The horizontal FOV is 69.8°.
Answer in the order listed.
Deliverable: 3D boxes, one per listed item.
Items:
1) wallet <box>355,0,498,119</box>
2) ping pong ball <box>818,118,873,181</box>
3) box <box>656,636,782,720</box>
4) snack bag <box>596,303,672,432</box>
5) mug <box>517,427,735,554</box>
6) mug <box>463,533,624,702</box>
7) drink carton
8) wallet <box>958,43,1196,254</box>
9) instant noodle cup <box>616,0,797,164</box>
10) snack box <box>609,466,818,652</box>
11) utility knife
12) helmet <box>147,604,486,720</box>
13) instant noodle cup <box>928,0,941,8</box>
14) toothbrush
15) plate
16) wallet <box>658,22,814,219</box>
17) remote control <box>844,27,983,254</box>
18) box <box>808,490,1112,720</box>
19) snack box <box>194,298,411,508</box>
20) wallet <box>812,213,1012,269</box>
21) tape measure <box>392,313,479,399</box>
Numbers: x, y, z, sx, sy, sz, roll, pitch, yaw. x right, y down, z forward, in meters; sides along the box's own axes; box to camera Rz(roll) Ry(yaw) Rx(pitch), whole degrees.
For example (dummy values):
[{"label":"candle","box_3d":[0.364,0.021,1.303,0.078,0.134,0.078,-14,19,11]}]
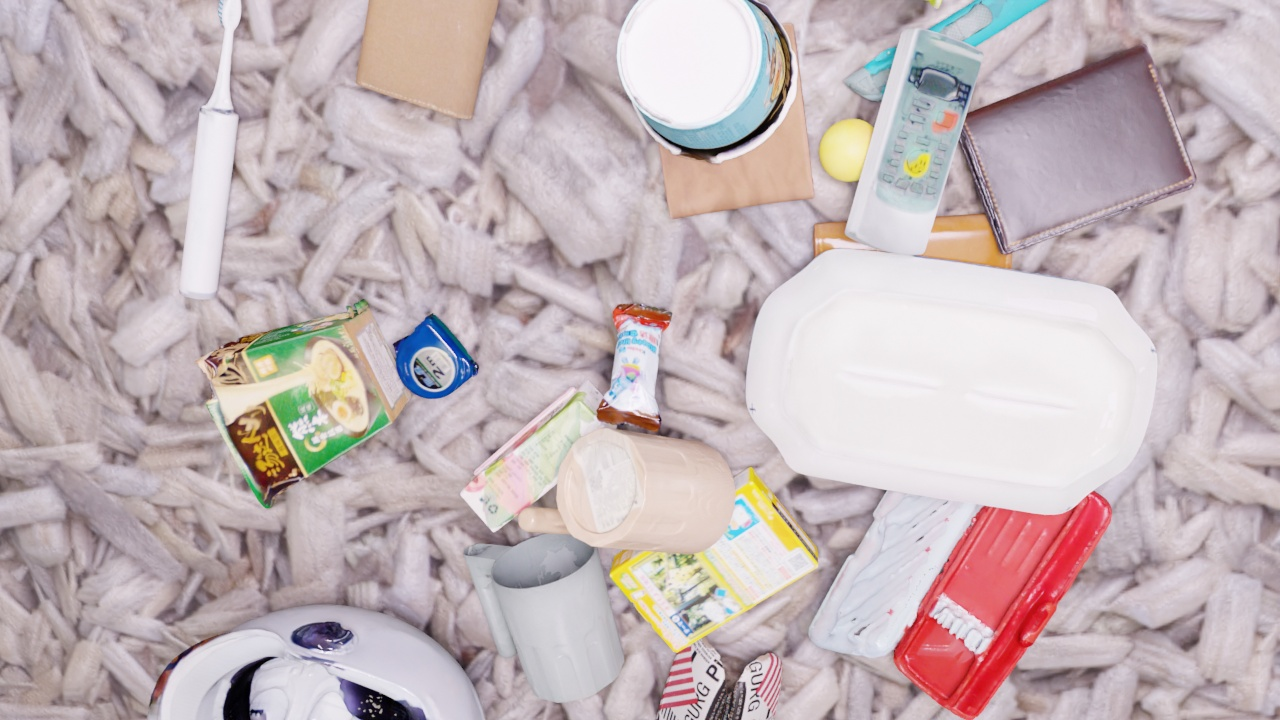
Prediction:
[{"label":"wallet","box_3d":[-0.140,-0.229,0.613,0.090,0.033,0.115,18,110,4]},{"label":"ping pong ball","box_3d":[0.137,-0.138,0.601,0.040,0.040,0.040,2,108,6]},{"label":"box","box_3d":[0.064,0.302,0.752,0.086,0.075,0.162,5,107,-27]},{"label":"snack bag","box_3d":[-0.004,0.004,0.642,0.045,0.105,0.026,14,144,-9]},{"label":"mug","box_3d":[-0.011,0.099,0.653,0.125,0.103,0.084,-25,65,32]},{"label":"mug","box_3d":[-0.078,0.197,0.722,0.124,0.083,0.103,-2,110,36]},{"label":"drink carton","box_3d":[-0.075,0.069,0.687,0.123,0.053,0.045,-40,98,16]},{"label":"wallet","box_3d":[0.275,-0.133,0.583,0.122,0.020,0.096,-20,90,10]},{"label":"instant noodle cup","box_3d":[0.036,-0.173,0.545,0.111,0.120,0.111,2,102,10]},{"label":"snack box","box_3d":[0.056,0.155,0.709,0.141,0.033,0.087,-37,100,15]},{"label":"utility knife","box_3d":[0.217,-0.218,0.579,0.185,0.013,0.029,-30,105,15]},{"label":"helmet","box_3d":[-0.233,0.289,0.729,0.259,0.145,0.229,19,108,9]},{"label":"instant noodle cup","box_3d":[0.122,-0.269,0.532,0.123,0.111,0.112,10,108,12]},{"label":"toothbrush","box_3d":[-0.307,-0.150,0.660,0.026,0.026,0.221,29,113,34]},{"label":"plate","box_3d":[0.203,0.017,0.602,0.266,0.034,0.162,10,100,6]},{"label":"wallet","box_3d":[0.061,-0.159,0.616,0.101,0.020,0.115,-6,103,10]},{"label":"remote control","box_3d":[0.173,-0.135,0.580,0.056,0.019,0.135,10,101,-23]},{"label":"box","box_3d":[0.229,0.153,0.674,0.158,0.069,0.201,25,109,4]},{"label":"snack box","box_3d":[-0.234,0.024,0.668,0.105,0.118,0.117,-22,103,3]},{"label":"wallet","box_3d":[0.186,-0.039,0.633,0.131,0.035,0.119,-2,100,8]},{"label":"tape measure","box_3d":[-0.156,0.000,0.690,0.055,0.025,0.058,-38,95,18]}]
